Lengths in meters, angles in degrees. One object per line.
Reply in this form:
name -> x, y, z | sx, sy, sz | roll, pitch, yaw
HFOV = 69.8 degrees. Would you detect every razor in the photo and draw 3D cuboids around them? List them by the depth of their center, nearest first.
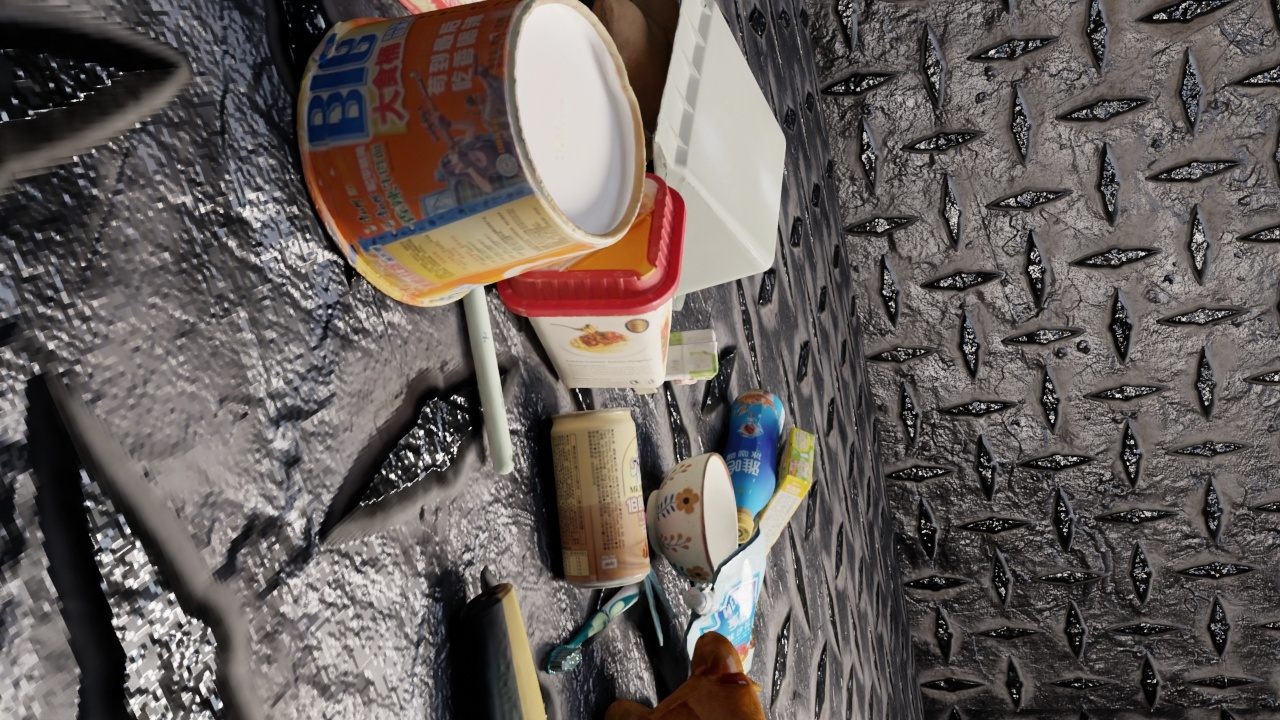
razor -> -0.065, 0.204, 0.487 | 0.067, 0.062, 0.167 | -5, 81, -39

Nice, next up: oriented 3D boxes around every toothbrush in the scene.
toothbrush -> -0.093, -0.027, 0.539 | 0.029, 0.020, 0.189 | 177, -95, -87
toothbrush -> -0.024, 0.185, 0.659 | 0.191, 0.018, 0.016 | -12, 94, -71

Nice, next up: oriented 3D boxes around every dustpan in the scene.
dustpan -> 0.037, -0.171, 0.828 | 0.257, 0.143, 0.222 | 43, 46, -42

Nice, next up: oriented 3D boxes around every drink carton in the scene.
drink carton -> 0.041, -0.001, 0.818 | 0.122, 0.053, 0.045 | 21, 64, -87

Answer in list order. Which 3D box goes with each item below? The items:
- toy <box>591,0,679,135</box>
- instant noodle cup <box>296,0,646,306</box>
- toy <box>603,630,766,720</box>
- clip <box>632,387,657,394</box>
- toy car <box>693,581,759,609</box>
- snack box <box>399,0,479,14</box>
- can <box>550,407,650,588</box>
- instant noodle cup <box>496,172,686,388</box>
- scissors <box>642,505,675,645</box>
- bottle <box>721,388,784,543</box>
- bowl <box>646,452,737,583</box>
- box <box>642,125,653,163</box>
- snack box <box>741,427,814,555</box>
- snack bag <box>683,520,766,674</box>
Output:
toy -> -0.016, -0.245, 0.770 | 0.225, 0.083, 0.143 | -73, 149, -42
instant noodle cup -> -0.073, -0.108, 0.455 | 0.151, 0.112, 0.151 | 19, 68, -59
toy -> 0.044, 0.300, 0.690 | 0.130, 0.140, 0.200 | 41, -21, 48
clip -> -0.005, 0.000, 0.765 | 0.100, 0.035, 0.071 | 29, 54, -73
toy car -> 0.084, 0.228, 0.910 | 0.091, 0.043, 0.036 | 56, 9, -37
snack box -> -0.121, -0.235, 0.533 | 0.152, 0.025, 0.075 | 28, 58, -67
can -> -0.028, 0.092, 0.622 | 0.058, 0.059, 0.116 | 6, 77, -70
instant noodle cup -> -0.024, -0.048, 0.623 | 0.124, 0.117, 0.116 | 77, 16, -51
scissors -> -0.002, 0.156, 0.715 | 0.113, 0.017, 0.134 | 22, 53, -68
bottle -> 0.121, 0.118, 1.032 | 0.218, 0.065, 0.065 | -69, 146, -53
bowl -> 0.043, 0.139, 0.801 | 0.113, 0.062, 0.113 | -6, 90, -70
box -> -0.030, -0.144, 0.689 | 0.087, 0.076, 0.162 | 68, 14, 13
snack box -> 0.159, 0.155, 1.065 | 0.086, 0.034, 0.141 | -71, 180, -53
snack bag -> 0.068, 0.233, 0.770 | 0.110, 0.039, 0.191 | -25, 132, -36
